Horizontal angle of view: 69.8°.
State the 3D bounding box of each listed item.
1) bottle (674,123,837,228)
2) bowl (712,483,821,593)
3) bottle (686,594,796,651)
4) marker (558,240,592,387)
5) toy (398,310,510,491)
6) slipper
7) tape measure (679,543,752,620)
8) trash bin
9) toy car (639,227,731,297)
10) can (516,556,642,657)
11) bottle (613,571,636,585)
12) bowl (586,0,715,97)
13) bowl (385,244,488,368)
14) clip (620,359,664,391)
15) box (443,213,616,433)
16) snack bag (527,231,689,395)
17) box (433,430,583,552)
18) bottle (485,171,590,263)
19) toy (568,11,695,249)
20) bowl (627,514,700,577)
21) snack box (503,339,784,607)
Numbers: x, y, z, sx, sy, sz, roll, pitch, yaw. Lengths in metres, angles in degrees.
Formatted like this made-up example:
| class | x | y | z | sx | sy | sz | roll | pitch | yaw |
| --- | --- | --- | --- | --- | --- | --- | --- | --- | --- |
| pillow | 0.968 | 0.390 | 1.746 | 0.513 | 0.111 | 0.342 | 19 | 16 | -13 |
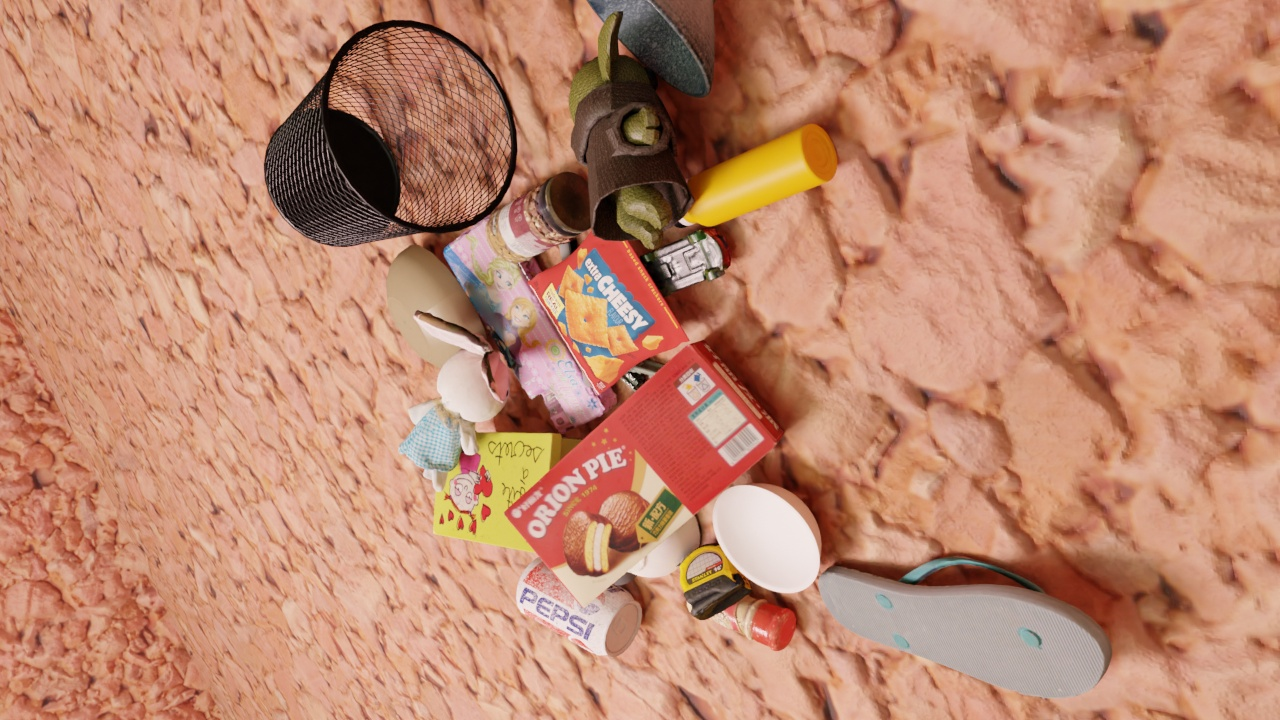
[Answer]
| class | x | y | z | sx | sy | sz | roll | pitch | yaw |
| --- | --- | --- | --- | --- | --- | --- | --- | --- | --- |
| bottle | 0.078 | -0.134 | 0.699 | 0.144 | 0.043 | 0.043 | -15 | 103 | 46 |
| bowl | 0.122 | 0.152 | 0.828 | 0.110 | 0.040 | 0.110 | 22 | 127 | 32 |
| bottle | 0.098 | 0.249 | 0.907 | 0.109 | 0.044 | 0.044 | 12 | 122 | 39 |
| marker | -0.058 | -0.044 | 0.877 | 0.016 | 0.016 | 0.140 | -2 | 101 | 43 |
| toy | -0.179 | 0.051 | 0.944 | 0.131 | 0.105 | 0.206 | 39 | 124 | 26 |
| slipper | 0.259 | 0.207 | 0.741 | 0.269 | 0.054 | 0.098 | -10 | 109 | 57 |
| tape measure | 0.072 | 0.212 | 0.897 | 0.066 | 0.037 | 0.064 | -37 | 43 | 14 |
| trash bin | -0.252 | -0.195 | 0.875 | 0.211 | 0.183 | 0.184 | -5 | 110 | 50 |
| toy car | 0.038 | -0.082 | 0.771 | 0.091 | 0.036 | 0.042 | -18 | 101 | 48 |
| can | -0.072 | 0.280 | 1.054 | 0.136 | 0.078 | 0.078 | 18 | 125 | 34 |
| bottle | -0.038 | 0.190 | 1.005 | 0.030 | 0.030 | 0.113 | -11 | 106 | 45 |
| bowl | 0.017 | -0.258 | 0.657 | 0.137 | 0.057 | 0.137 | 43 | 180 | 0 |
| bowl | -0.229 | -0.047 | 0.994 | 0.152 | 0.050 | 0.153 | 40 | 151 | 28 |
| clip | -0.010 | 0.008 | 0.880 | 0.076 | 0.023 | 0.059 | 33 | 131 | 21 |
| box | -0.113 | -0.035 | 0.925 | 0.085 | 0.053 | 0.230 | -27 | 94 | 48 |
| snack bag | -0.032 | -0.048 | 0.825 | 0.144 | 0.039 | 0.131 | -32 | 90 | 48 |
| box | -0.133 | 0.136 | 0.979 | 0.221 | 0.080 | 0.124 | -1 | 83 | 52 |
| bottle | -0.093 | -0.130 | 0.847 | 0.105 | 0.056 | 0.056 | -17 | 101 | 46 |
| toy | -0.010 | -0.163 | 0.708 | 0.180 | 0.078 | 0.152 | 115 | 144 | -69 |
| bowl | -0.001 | 0.175 | 0.939 | 0.113 | 0.063 | 0.114 | 22 | 128 | 31 |
| snack box | 0.002 | 0.100 | 0.812 | 0.237 | 0.060 | 0.113 | -43 | 84 | 15 |
